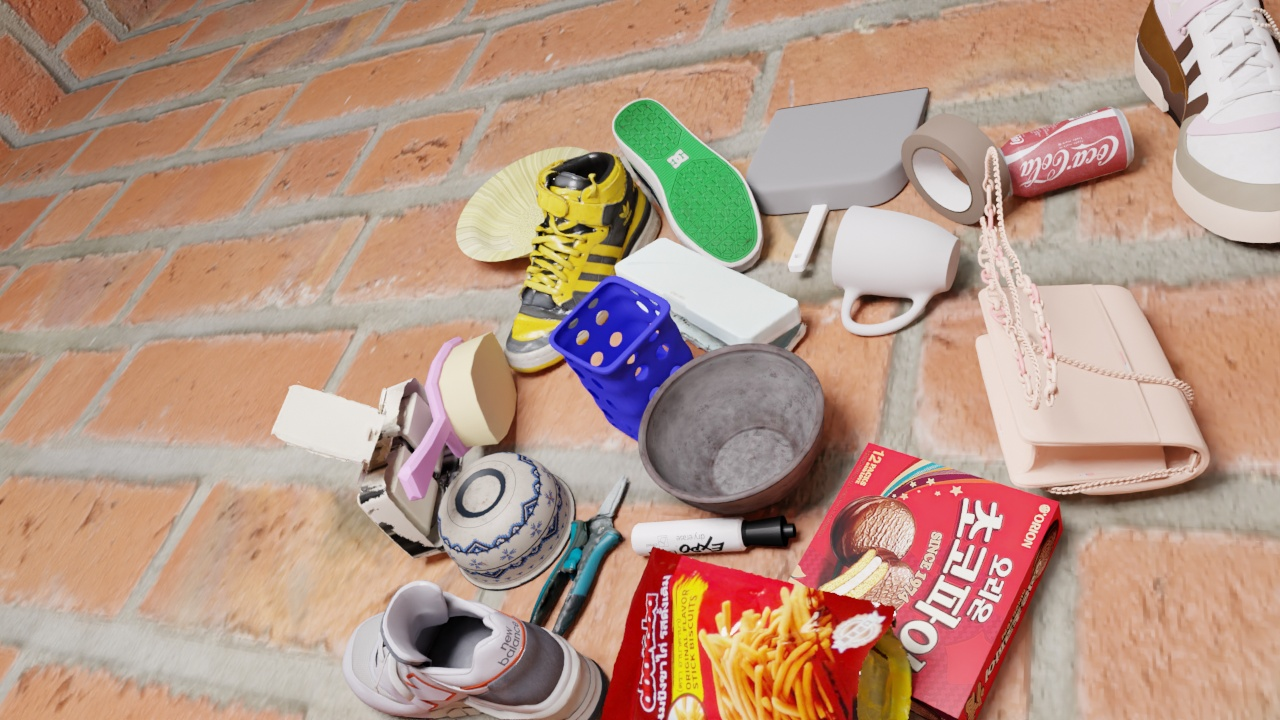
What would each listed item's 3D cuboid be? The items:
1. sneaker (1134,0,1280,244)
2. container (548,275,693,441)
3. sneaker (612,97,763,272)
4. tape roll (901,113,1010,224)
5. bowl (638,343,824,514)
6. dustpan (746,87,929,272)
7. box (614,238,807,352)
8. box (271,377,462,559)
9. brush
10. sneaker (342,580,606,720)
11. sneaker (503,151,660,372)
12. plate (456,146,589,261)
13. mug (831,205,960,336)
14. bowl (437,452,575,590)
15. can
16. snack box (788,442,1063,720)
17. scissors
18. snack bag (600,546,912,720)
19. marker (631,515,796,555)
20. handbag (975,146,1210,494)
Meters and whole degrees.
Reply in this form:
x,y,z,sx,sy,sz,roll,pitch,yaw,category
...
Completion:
x,y,z,sx,sy,sz,roll,pitch,yaw,category
0.462,-0.221,0.708,0.112,0.116,0.293,-9,48,23,sneaker
-0.005,0.005,0.772,0.084,0.114,0.085,-46,45,-15,container
0.055,-0.170,0.938,0.084,0.079,0.235,-35,60,2,sneaker
0.268,-0.163,0.783,0.030,0.094,0.094,-39,44,-8,tape roll
0.077,0.063,0.707,0.145,0.067,0.144,-16,46,17,bowl
0.181,-0.179,0.897,0.163,0.033,0.256,0,43,29,dustpan
0.059,-0.057,0.837,0.199,0.072,0.086,31,90,45,box
-0.234,0.072,0.791,0.081,0.182,0.143,-19,38,14,box
-0.155,0.048,0.793,0.043,0.089,0.228,-15,22,9,brush
-0.149,0.204,0.666,0.240,0.124,0.088,-2,51,28,sneaker
-0.074,-0.108,0.909,0.086,0.122,0.238,12,57,38,sneaker
-0.121,-0.169,1.051,0.185,0.036,0.184,-16,46,17,plate
0.210,-0.070,0.762,0.089,0.071,0.107,14,87,28,mug
-0.119,0.126,0.767,0.116,0.059,0.115,-16,46,17,bowl
0.356,-0.173,0.772,0.097,0.054,0.054,-16,46,17,can
0.179,0.142,0.601,0.133,0.036,0.151,17,62,39,snack box
-0.051,0.154,0.733,0.135,0.019,0.130,-27,43,2,scissors
0.065,0.199,0.581,0.208,0.066,0.138,-1,77,45,snack bag
0.054,0.131,0.689,0.126,0.025,0.025,-8,48,23,marker
0.287,-0.018,0.572,0.117,0.187,0.198,-4,43,12,handbag
